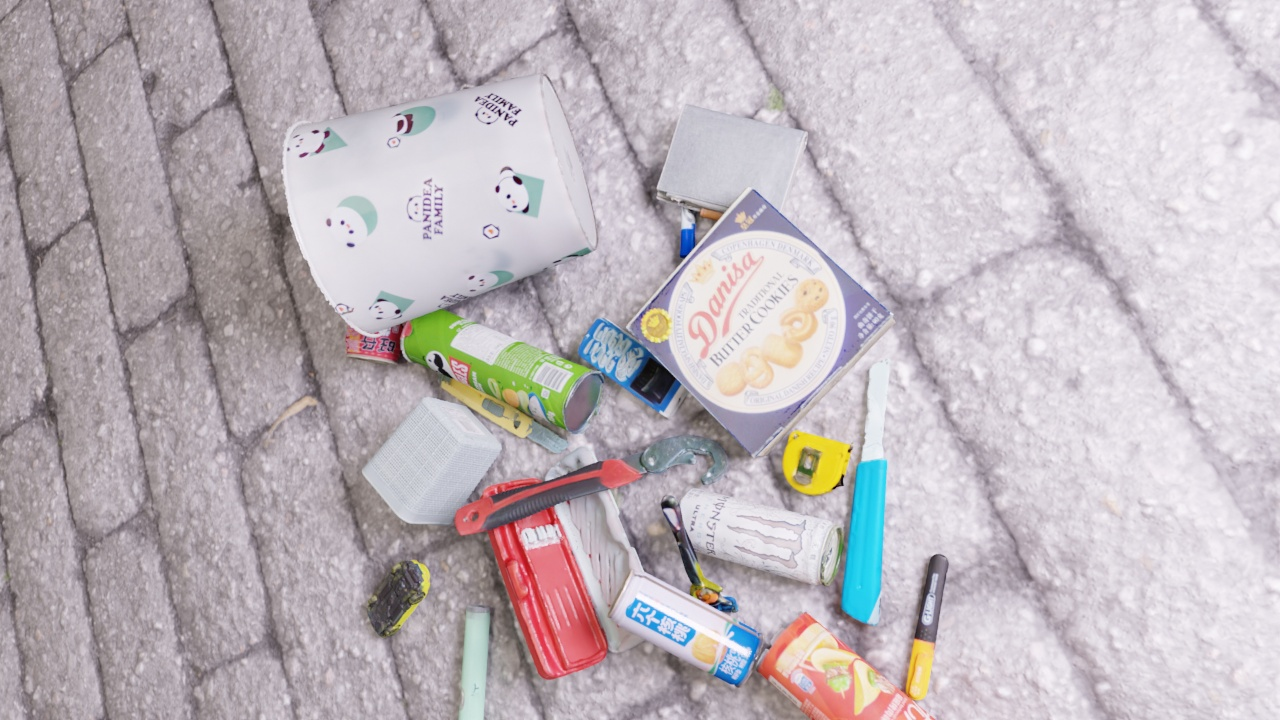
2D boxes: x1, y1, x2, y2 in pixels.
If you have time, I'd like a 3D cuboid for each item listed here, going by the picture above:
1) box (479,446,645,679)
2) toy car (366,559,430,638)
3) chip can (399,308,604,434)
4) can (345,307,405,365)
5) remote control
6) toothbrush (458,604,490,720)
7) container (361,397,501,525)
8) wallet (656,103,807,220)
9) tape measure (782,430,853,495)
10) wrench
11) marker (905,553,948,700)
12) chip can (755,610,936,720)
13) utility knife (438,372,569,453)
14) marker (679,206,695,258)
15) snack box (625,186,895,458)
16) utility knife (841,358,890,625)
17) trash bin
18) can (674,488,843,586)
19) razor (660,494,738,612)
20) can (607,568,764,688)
[{"bbox_3d":[-0.070,0.193,0.898,0.100,0.110,0.201,-46,60,45],"label":"box"},{"bbox_3d":[-0.269,0.265,1.025,0.105,0.032,0.048,-51,64,24],"label":"toy car"},{"bbox_3d":[-0.151,0.006,0.984,0.236,0.072,0.072,21,91,28],"label":"chip can"},{"bbox_3d":[-0.307,-0.045,1.075,0.067,0.066,0.093,6,84,28],"label":"can"},{"bbox_3d":[-0.006,0.005,0.937,0.125,0.024,0.049,35,98,24],"label":"remote control"},{"bbox_3d":[-0.178,0.371,0.964,0.026,0.027,0.224,166,109,-65],"label":"toothbrush"},{"bbox_3d":[-0.223,0.107,0.997,0.090,0.090,0.111,41,98,26],"label":"container"},{"bbox_3d":[0.089,-0.189,0.912,0.130,0.037,0.106,18,91,17],"label":"wallet"},{"bbox_3d":[0.158,0.094,0.837,0.060,0.029,0.057,15,89,28],"label":"tape measure"},{"bbox_3d":[-0.050,0.122,0.893,0.273,0.016,0.056,-14,56,3],"label":"wrench"},{"bbox_3d":[0.244,0.226,0.779,0.018,0.015,0.123,10,85,24],"label":"marker"},{"bbox_3d":[0.198,0.303,0.758,0.216,0.073,0.073,36,98,27],"label":"chip can"},{"bbox_3d":[-0.155,0.054,1.014,0.201,0.021,0.031,27,100,23],"label":"utility knife"},{"bbox_3d":[0.050,-0.176,0.943,0.017,0.017,0.145,-3,80,26],"label":"marker"},{"bbox_3d":[0.108,-0.034,0.859,0.182,0.045,0.178,45,103,15],"label":"snack box"},{"bbox_3d":[0.205,0.113,0.815,0.034,0.018,0.234,4,84,29],"label":"utility knife"},{"bbox_3d":[-0.188,-0.165,0.932,0.252,0.229,0.229,-15,74,7],"label":"trash bin"},{"bbox_3d":[0.106,0.160,0.836,0.147,0.058,0.058,10,86,28],"label":"can"},{"bbox_3d":[0.047,0.180,0.833,0.043,0.022,0.143,-6,120,31],"label":"razor"},{"bbox_3d":[0.040,0.240,0.829,0.134,0.053,0.053,27,95,2],"label":"can"}]
